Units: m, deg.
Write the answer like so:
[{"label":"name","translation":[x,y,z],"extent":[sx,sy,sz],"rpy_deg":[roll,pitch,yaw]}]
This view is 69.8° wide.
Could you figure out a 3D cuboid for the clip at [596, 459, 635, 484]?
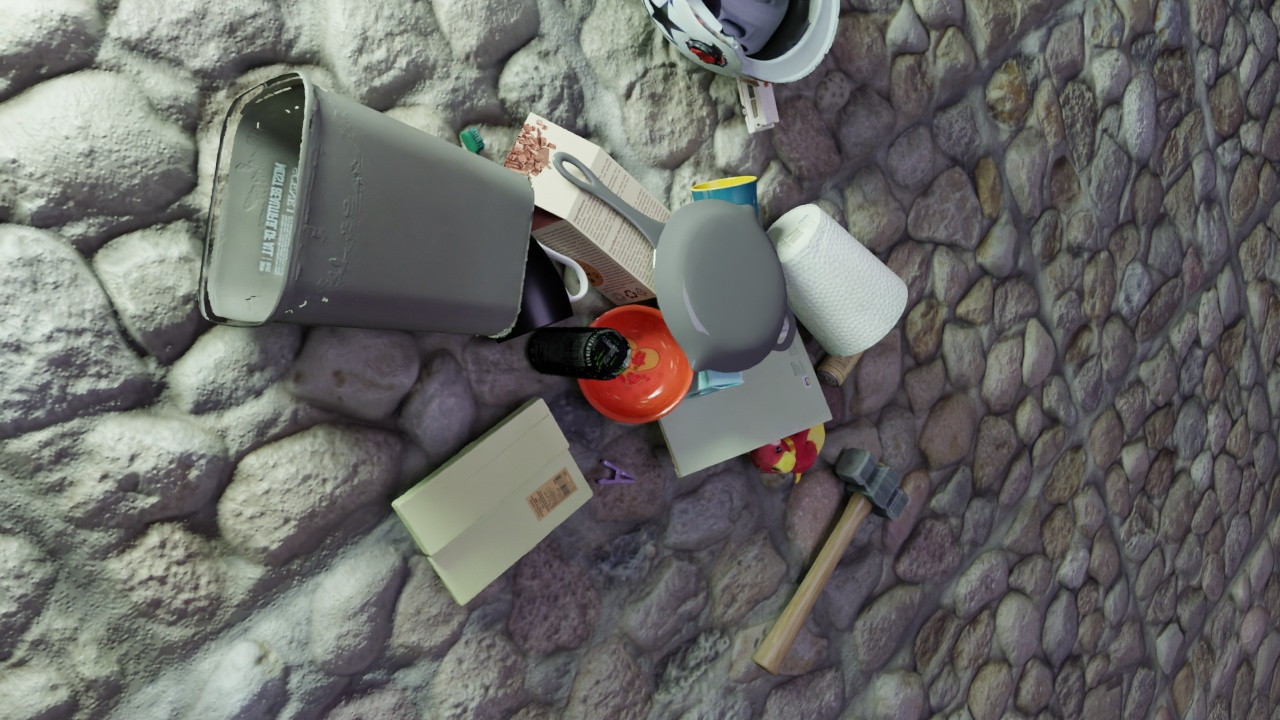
[{"label":"clip","translation":[-0.030,0.127,1.052],"extent":[0.050,0.014,0.046],"rpy_deg":[-16,100,-30]}]

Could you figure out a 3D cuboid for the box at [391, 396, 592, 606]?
[{"label":"box","translation":[-0.143,0.142,0.935],"extent":[0.186,0.024,0.137],"rpy_deg":[-36,115,-28]}]

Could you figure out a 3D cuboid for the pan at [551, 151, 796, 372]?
[{"label":"pan","translation":[0.051,-0.115,0.974],"extent":[0.354,0.024,0.216],"rpy_deg":[33,64,-27]}]

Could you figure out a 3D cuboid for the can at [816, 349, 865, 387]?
[{"label":"can","translation":[0.273,-0.004,1.239],"extent":[0.079,0.038,0.038],"rpy_deg":[-51,119,-21]}]

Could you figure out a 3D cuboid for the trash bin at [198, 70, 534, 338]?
[{"label":"trash bin","translation":[-0.229,-0.112,0.794],"extent":[0.219,0.198,0.197],"rpy_deg":[9,88,-42]}]

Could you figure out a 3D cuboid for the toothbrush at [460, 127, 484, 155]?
[{"label":"toothbrush","translation":[-0.134,-0.153,0.955],"extent":[0.017,0.016,0.190],"rpy_deg":[-41,115,-31]}]

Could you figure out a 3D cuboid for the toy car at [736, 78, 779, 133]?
[{"label":"toy car","translation":[0.141,-0.338,1.120],"extent":[0.039,0.039,0.113],"rpy_deg":[-22,106,-32]}]

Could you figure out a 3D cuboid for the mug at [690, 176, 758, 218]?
[{"label":"mug","translation":[0.107,-0.152,1.093],"extent":[0.078,0.078,0.121],"rpy_deg":[-21,110,-32]}]

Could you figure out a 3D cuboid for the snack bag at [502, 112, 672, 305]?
[{"label":"snack bag","translation":[-0.057,-0.158,0.965],"extent":[0.206,0.070,0.094],"rpy_deg":[37,62,-31]}]

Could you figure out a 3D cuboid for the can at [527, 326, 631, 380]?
[{"label":"can","translation":[-0.064,-0.008,0.939],"extent":[0.053,0.138,0.054],"rpy_deg":[-2,93,-34]}]

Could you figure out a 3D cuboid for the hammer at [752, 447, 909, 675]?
[{"label":"hammer","translation":[0.250,0.276,1.242],"extent":[0.117,0.051,0.322],"rpy_deg":[45,72,-29]}]

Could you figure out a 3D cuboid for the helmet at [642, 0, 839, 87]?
[{"label":"helmet","translation":[0.094,-0.428,1.005],"extent":[0.264,0.164,0.236],"rpy_deg":[44,73,-36]}]

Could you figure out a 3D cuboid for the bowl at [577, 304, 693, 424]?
[{"label":"bowl","translation":[-0.006,0.006,1.017],"extent":[0.130,0.045,0.130],"rpy_deg":[0,85,1]}]

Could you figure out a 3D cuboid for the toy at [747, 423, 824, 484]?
[{"label":"toy","translation":[0.191,0.110,1.182],"extent":[0.137,0.067,0.105],"rpy_deg":[-22,104,-45]}]

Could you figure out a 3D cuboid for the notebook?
[{"label":"notebook","translation":[0.113,0.020,1.110],"extent":[0.251,0.010,0.182],"rpy_deg":[-16,83,-34]}]

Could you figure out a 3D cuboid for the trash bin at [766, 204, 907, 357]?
[{"label":"trash bin","translation":[0.233,-0.104,1.154],"extent":[0.161,0.133,0.133],"rpy_deg":[40,71,-25]}]

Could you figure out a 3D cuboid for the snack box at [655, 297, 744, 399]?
[{"label":"snack box","translation":[0.062,-0.047,1.041],"extent":[0.053,0.075,0.174],"rpy_deg":[-5,82,-32]}]

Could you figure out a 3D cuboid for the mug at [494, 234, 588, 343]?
[{"label":"mug","translation":[-0.110,-0.083,0.937],"extent":[0.118,0.085,0.100],"rpy_deg":[-23,94,-33]}]
